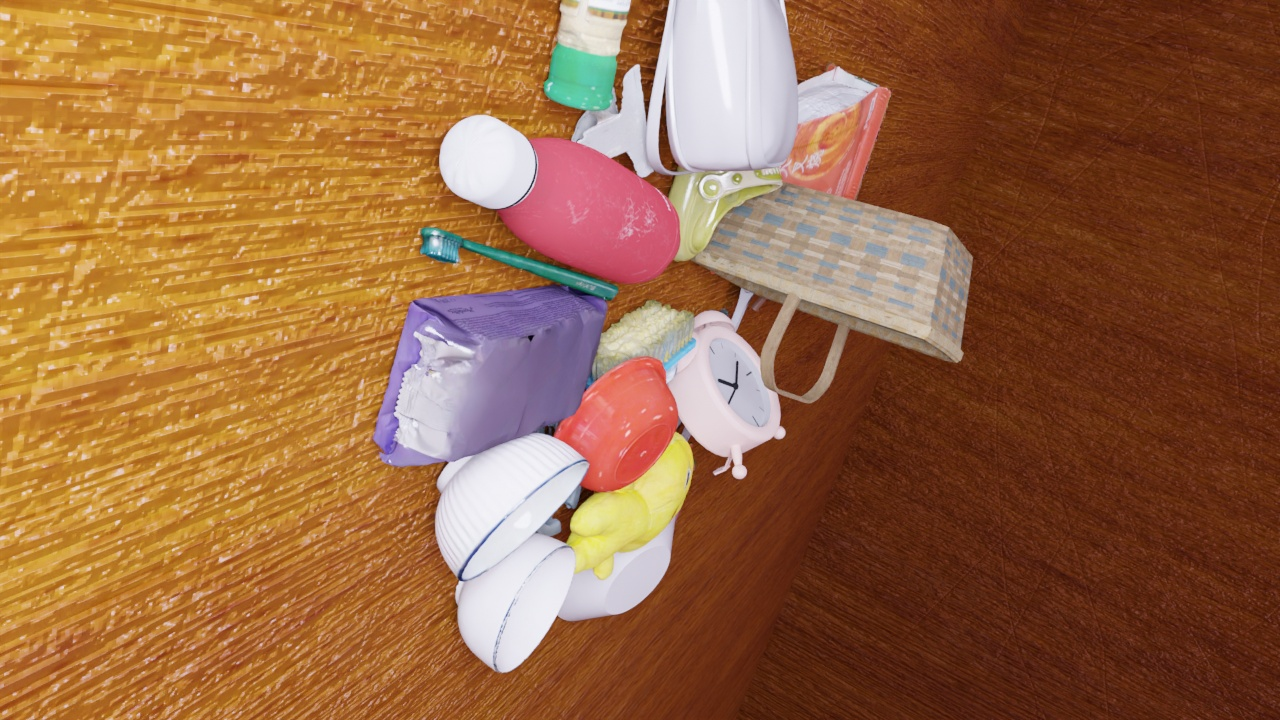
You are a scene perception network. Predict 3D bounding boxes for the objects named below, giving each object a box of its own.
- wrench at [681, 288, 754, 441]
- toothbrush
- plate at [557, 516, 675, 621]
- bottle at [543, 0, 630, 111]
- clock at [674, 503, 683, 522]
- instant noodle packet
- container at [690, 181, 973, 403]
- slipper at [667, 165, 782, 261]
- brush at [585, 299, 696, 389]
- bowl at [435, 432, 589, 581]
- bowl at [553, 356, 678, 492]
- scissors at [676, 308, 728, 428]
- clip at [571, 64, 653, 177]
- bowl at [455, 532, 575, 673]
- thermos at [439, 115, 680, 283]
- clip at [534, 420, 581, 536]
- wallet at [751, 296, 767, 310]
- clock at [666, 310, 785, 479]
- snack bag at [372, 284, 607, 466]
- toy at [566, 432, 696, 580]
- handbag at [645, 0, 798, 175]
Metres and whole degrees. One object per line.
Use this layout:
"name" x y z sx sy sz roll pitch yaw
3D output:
"wrench" 0.104 -0.022 1.098 0.274 0.018 0.086 -68 171 18
"toothbrush" -0.069 -0.056 0.578 0.189 0.016 0.017 11 84 -59
"plate" -0.014 0.227 0.996 0.173 0.036 0.174 -31 142 -28
"bottle" -0.027 -0.203 0.526 0.043 0.043 0.111 -32 141 -56
"clock" 0.016 0.179 1.084 0.087 0.044 0.125 -55 157 -27
"instant noodle packet" 0.158 -0.195 0.975 0.220 0.084 0.165 -39 154 -34
"container" 0.176 -0.052 0.880 0.157 0.250 0.186 17 95 -58
"slipper" 0.080 -0.167 0.786 0.091 0.081 0.191 -4 120 -65
"brush" -0.005 0.005 0.807 0.135 0.055 0.075 -38 142 -51
"bowl" -0.099 0.090 0.637 0.118 0.062 0.118 -42 167 -12
"bowl" -0.012 0.061 0.742 0.130 0.045 0.131 -37 151 -24
"scissors" 0.068 0.005 1.046 0.149 0.019 0.131 -54 157 -31
"clip" -0.022 -0.160 0.621 0.102 0.054 0.057 78 7 -59
"bowl" -0.109 0.190 0.752 0.113 0.063 0.114 -51 156 -34
"thermos" -0.043 -0.097 0.563 0.073 0.073 0.239 -67 160 5
"clip" -0.074 0.085 0.772 0.106 0.028 0.163 -59 160 -21
"wallet" 0.176 -0.109 1.077 0.121 0.013 0.087 -51 176 17
"clock" 0.077 0.034 0.950 0.086 0.160 0.130 -24 -176 32
"snack bag" -0.085 0.006 0.603 0.205 0.058 0.096 -18 129 -64
"toy" -0.012 0.131 0.872 0.207 0.092 0.134 -42 155 -61
"handbag" 0.060 -0.246 0.645 0.215 0.096 0.223 -35 124 -69
